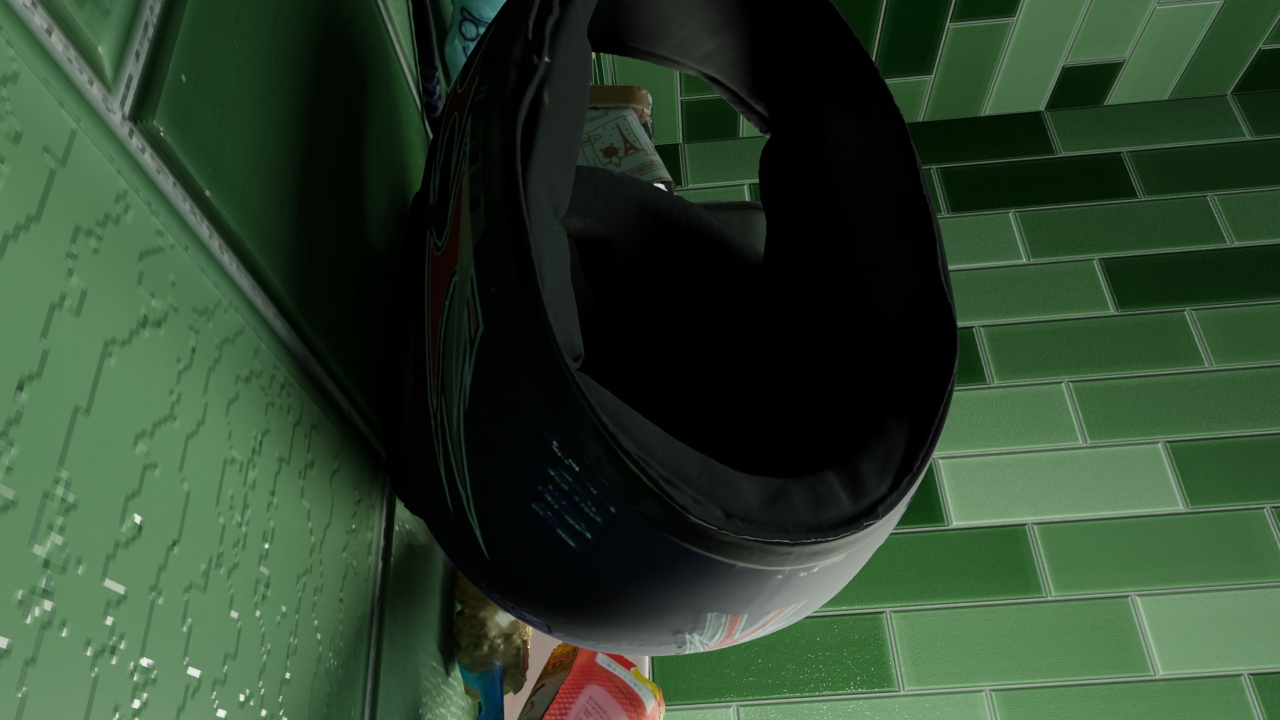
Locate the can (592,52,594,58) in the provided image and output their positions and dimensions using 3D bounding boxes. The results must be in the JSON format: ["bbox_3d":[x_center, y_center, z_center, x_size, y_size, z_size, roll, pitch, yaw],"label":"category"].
[{"bbox_3d":[-0.087,-0.315,0.818,0.102,0.083,0.057,83,4,-53],"label":"can"}]

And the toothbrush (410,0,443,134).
[{"bbox_3d":[-0.122,-0.164,0.528,0.016,0.014,0.189,-49,136,-69],"label":"toothbrush"}]

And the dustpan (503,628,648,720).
[{"bbox_3d":[-0.084,0.285,0.679,0.222,0.138,0.274,-93,-155,-61],"label":"dustpan"}]

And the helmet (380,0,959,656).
[{"bbox_3d":[-0.003,-0.020,0.451,0.241,0.247,0.315,143,-56,-60],"label":"helmet"}]

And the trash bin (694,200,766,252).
[{"bbox_3d":[0.038,0.008,0.789,0.199,0.199,0.219,67,25,-55],"label":"trash bin"}]

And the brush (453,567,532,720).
[{"bbox_3d":[-0.087,0.196,0.464,0.254,0.046,0.083,-86,176,-50],"label":"brush"}]

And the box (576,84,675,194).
[{"bbox_3d":[-0.052,-0.116,0.660,0.148,0.146,0.181,61,-8,24],"label":"box"}]

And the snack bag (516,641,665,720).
[{"bbox_3d":[-0.043,0.220,0.440,0.207,0.073,0.129,-47,136,-71],"label":"snack bag"}]

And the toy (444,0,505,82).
[{"bbox_3d":[-0.093,-0.248,0.581,0.161,0.050,0.156,-16,131,-57],"label":"toy"}]
